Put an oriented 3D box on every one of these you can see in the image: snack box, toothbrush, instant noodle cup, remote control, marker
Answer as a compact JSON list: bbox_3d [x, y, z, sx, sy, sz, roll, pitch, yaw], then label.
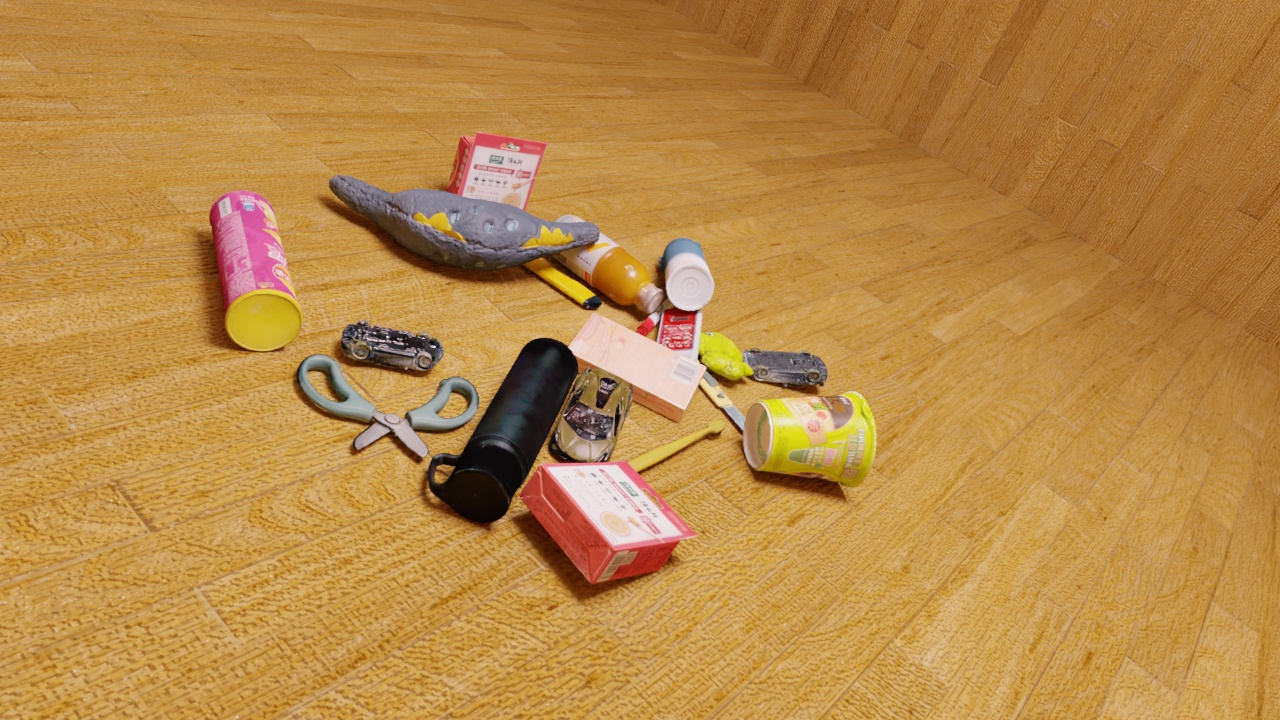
[{"bbox_3d":[-0.210,-0.273,1.323,0.113,0.127,0.044,1,37,-35],"label":"snack box"},{"bbox_3d":[0.035,0.099,1.010,0.016,0.017,0.189,40,35,25],"label":"toothbrush"},{"bbox_3d":[0.187,0.088,1.051,0.123,0.112,0.111,4,35,-17],"label":"instant noodle cup"},{"bbox_3d":[0.049,-0.029,1.193,0.056,0.020,0.135,-1,33,10],"label":"remote control"},{"bbox_3d":[-0.029,0.145,0.847,0.113,0.044,0.127,44,21,31],"label":"snack box"},{"bbox_3d":[0.028,-0.066,1.267,0.017,0.017,0.144,28,30,8],"label":"marker"},{"bbox_3d":[-0.007,0.006,1.099,0.157,0.026,0.084,26,43,6],"label":"snack box"}]

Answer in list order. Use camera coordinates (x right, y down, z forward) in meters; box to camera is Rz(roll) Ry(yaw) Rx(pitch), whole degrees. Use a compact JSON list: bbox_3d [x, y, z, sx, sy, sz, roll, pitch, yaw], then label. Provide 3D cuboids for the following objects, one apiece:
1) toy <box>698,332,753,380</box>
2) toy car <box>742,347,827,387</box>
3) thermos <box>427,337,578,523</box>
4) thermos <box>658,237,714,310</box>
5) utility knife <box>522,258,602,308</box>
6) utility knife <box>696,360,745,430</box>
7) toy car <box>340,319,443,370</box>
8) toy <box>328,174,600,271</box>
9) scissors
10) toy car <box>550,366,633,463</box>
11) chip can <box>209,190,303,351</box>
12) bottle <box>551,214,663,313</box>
[{"bbox_3d":[0.105,-0.007,1.207,0.097,0.031,0.100,22,24,0],"label":"toy"},{"bbox_3d":[0.194,0.011,1.241,0.120,0.037,0.054,6,34,-9],"label":"toy car"},{"bbox_3d":[-0.133,0.059,0.907,0.090,0.068,0.241,9,29,8],"label":"thermos"},{"bbox_3d":[0.063,-0.128,1.308,0.070,0.070,0.220,19,16,-7],"label":"thermos"},{"bbox_3d":[-0.140,-0.128,1.250,0.216,0.015,0.033,34,31,18],"label":"utility knife"},{"bbox_3d":[0.086,0.031,1.160,0.030,0.021,0.204,-5,44,-32],"label":"utility knife"},{"bbox_3d":[-0.261,-0.012,0.965,0.105,0.031,0.049,10,33,-20],"label":"toy car"},{"bbox_3d":[-0.229,-0.174,1.174,0.356,0.092,0.137,11,32,-6],"label":"toy"},{"bbox_3d":[-0.245,0.035,0.915,0.171,0.019,0.169,35,30,22],"label":"scissors"},{"bbox_3d":[-0.049,0.060,0.990,0.070,0.042,0.157,21,32,-2],"label":"toy car"},{"bbox_3d":[-0.407,-0.099,0.964,0.071,0.072,0.210,3,35,-32],"label":"chip can"},{"bbox_3d":[-0.048,-0.131,1.265,0.189,0.068,0.067,38,33,23],"label":"bottle"}]
